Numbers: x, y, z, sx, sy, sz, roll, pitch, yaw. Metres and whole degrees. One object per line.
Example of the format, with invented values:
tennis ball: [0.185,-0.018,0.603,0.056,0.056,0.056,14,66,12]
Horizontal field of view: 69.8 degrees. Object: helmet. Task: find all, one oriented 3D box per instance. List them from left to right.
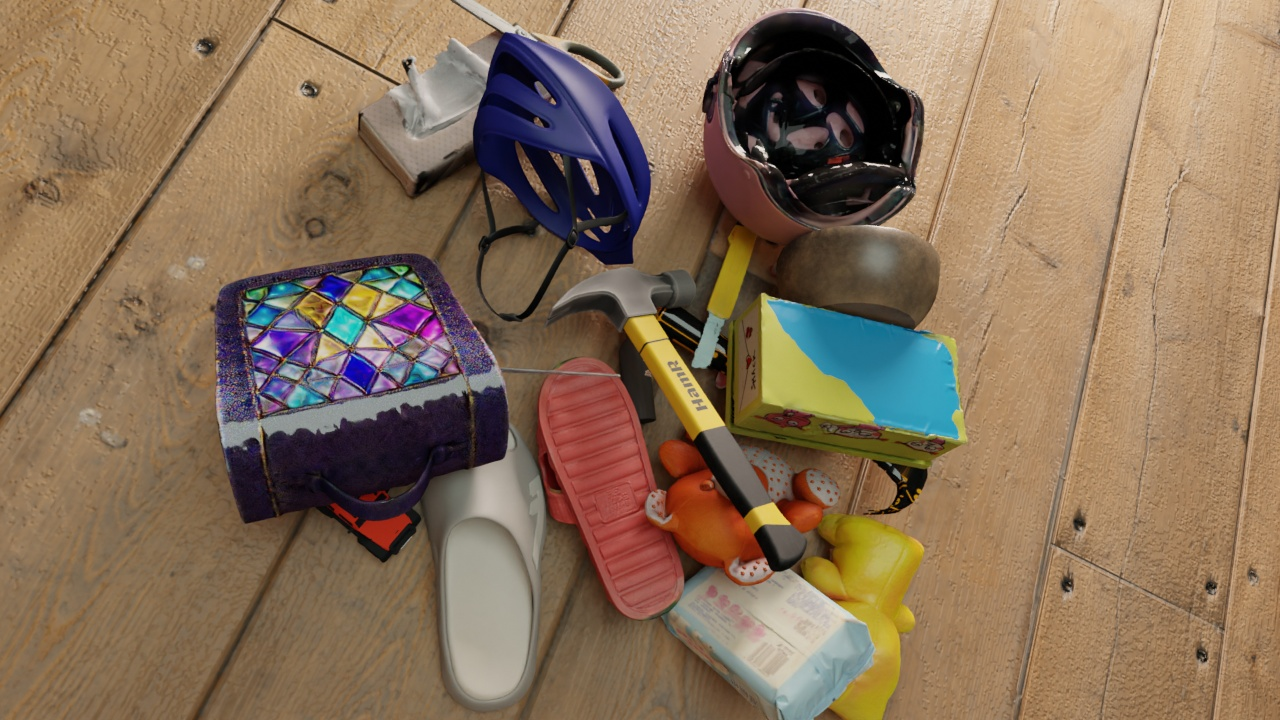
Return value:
helmet: [-0.092,-0.158,0.849,0.241,0.148,0.227,53,56,-35]
helmet: [0.169,-0.233,0.969,0.229,0.153,0.255,-5,75,-17]

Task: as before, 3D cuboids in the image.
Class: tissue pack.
tissue pack: [-0.184,-0.254,0.908,0.181,0.071,0.104,-39,90,-20]
tissue pack: [0.109,0.241,0.823,0.112,0.182,0.070,-37,130,-20]

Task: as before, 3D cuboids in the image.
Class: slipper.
slipper: [-0.133,0.166,0.796,0.113,0.081,0.265,0,75,-15]
slipper: [-0.036,0.119,0.851,0.103,0.059,0.248,-13,78,-27]

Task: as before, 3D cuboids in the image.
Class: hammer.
hammer: [0.042,0.041,0.799,0.169,0.034,0.324,-10,55,-36]
hammer: [0.148,0.040,0.923,0.320,0.036,0.123,33,58,1]

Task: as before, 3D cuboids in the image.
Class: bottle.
bottle: [-0.005,0.005,0.911,0.030,0.030,0.113,-1,75,-19]

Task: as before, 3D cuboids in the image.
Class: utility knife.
utility knife: [0.086,-0.071,0.940,0.030,0.019,0.218,23,48,-1]

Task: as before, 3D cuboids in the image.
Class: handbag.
handbag: [-0.226,0.032,0.739,0.204,0.126,0.222,-12,51,-22]

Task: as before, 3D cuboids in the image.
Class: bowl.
bowl: [0.217,-0.068,0.924,0.162,0.163,0.070,11,71,-15]

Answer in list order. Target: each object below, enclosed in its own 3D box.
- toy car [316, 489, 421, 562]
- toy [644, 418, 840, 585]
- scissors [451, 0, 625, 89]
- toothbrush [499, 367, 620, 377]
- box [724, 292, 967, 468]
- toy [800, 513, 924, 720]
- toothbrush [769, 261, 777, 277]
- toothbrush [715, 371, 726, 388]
toy car: [-0.239,0.125,0.789,0.100,0.049,0.051,41,67,-4]
toy: [0.088,0.124,0.843,0.164,0.093,0.172,30,32,15]
scissors: [-0.107,-0.329,0.945,0.228,0.016,0.133,34,43,-17]
toothbrush: [-0.105,0.006,0.841,0.182,0.010,0.010,3,71,14]
box: [0.198,0.023,0.888,0.220,0.082,0.124,11,63,-18]
toy: [0.216,0.247,0.887,0.134,0.088,0.193,31,67,-12]
toothbrush: [0.229,-0.078,1.021,0.184,0.016,0.015,16,63,-15]
toothbrush: [0.120,-0.021,0.967,0.021,0.016,0.134,39,66,3]
